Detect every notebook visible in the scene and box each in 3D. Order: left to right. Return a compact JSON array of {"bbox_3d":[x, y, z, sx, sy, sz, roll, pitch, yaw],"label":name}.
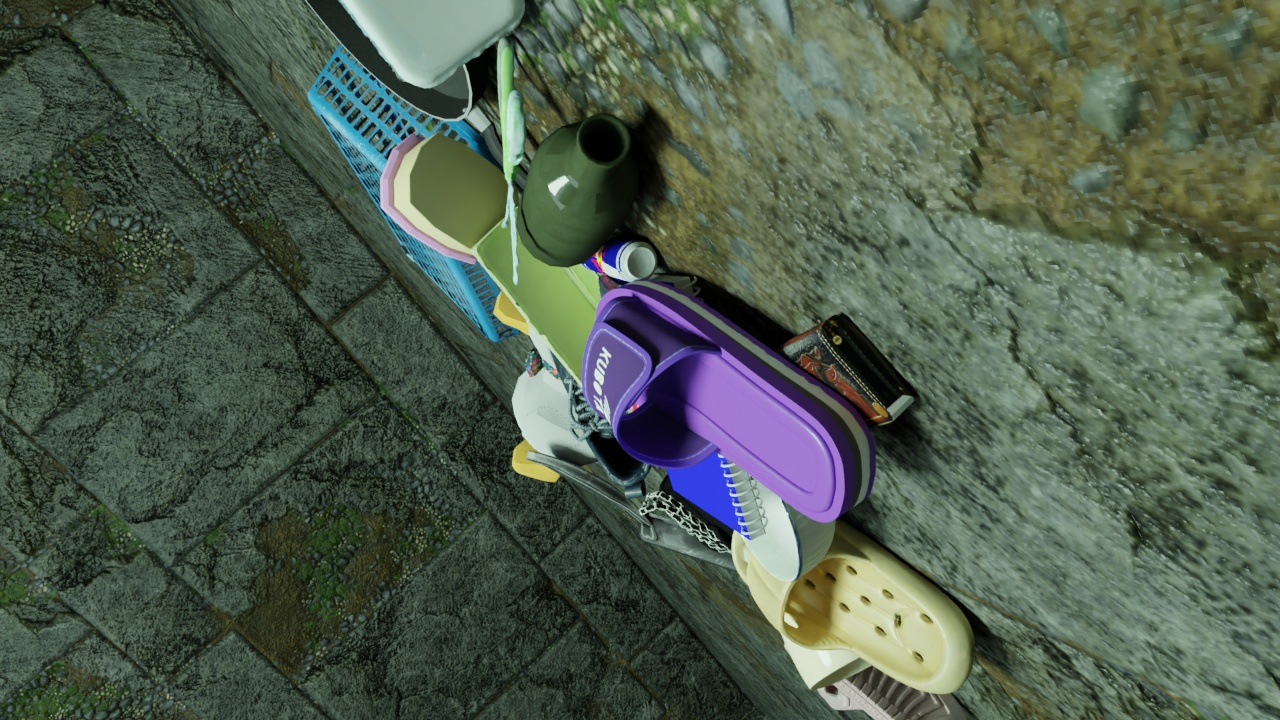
[{"bbox_3d":[0.035,0.030,0.755,0.172,0.022,0.209,19,128,69],"label":"notebook"}]

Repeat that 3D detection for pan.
[{"bbox_3d":[-0.161,-0.236,0.718,0.356,0.034,0.226,47,162,-17],"label":"pan"},{"bbox_3d":[0.012,0.189,1.100,0.356,0.055,0.188,24,167,-28],"label":"pan"}]

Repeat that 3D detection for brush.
[{"bbox_3d":[-0.138,-0.126,0.865,0.043,0.089,0.228,1,158,44],"label":"brush"}]

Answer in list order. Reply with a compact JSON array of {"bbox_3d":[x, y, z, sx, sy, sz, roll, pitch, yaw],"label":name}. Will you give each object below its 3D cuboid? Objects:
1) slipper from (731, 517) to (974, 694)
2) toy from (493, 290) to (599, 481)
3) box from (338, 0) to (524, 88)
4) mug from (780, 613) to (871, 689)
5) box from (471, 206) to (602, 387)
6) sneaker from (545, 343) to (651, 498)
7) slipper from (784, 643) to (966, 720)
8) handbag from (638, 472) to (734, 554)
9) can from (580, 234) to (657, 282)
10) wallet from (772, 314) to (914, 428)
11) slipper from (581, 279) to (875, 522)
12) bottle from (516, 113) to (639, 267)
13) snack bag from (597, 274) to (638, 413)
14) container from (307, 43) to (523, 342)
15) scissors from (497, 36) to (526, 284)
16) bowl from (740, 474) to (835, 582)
[{"bbox_3d":[0.156,0.194,0.781,0.262,0.079,0.111,25,111,48],"label":"slipper"},{"bbox_3d":[-0.075,0.039,1.077,0.247,0.140,0.268,31,141,4],"label":"toy"},{"bbox_3d":[-0.156,-0.261,0.519,0.083,0.122,0.215,-2,137,45],"label":"box"},{"bbox_3d":[0.190,0.249,0.891,0.120,0.096,0.099,9,-135,-47],"label":"mug"},{"bbox_3d":[-0.053,-0.061,0.840,0.084,0.091,0.188,-2,133,53],"label":"box"},{"bbox_3d":[-0.042,0.038,0.947,0.236,0.089,0.087,64,-154,-29],"label":"sneaker"},{"bbox_3d":[0.222,0.318,0.951,0.239,0.094,0.065,41,138,18],"label":"slipper"},{"bbox_3d":[0.075,0.165,0.970,0.125,0.114,0.154,46,164,2],"label":"handbag"},{"bbox_3d":[-0.020,-0.083,0.732,0.032,0.032,0.095,54,166,-25],"label":"can"},{"bbox_3d":[0.119,0.013,0.575,0.072,0.019,0.123,48,168,2],"label":"wallet"},{"bbox_3d":[0.026,0.029,0.619,0.267,0.083,0.107,33,138,44],"label":"slipper"},{"bbox_3d":[-0.042,-0.116,0.620,0.071,0.071,0.207,49,168,-4],"label":"bottle"},{"bbox_3d":[-0.005,0.005,0.788,0.074,0.018,0.155,51,158,48],"label":"snack bag"},{"bbox_3d":[-0.234,-0.175,1.056,0.257,0.089,0.363,43,166,24],"label":"container"},{"bbox_3d":[-0.091,-0.135,0.635,0.160,0.024,0.171,-142,47,-67],"label":"scissors"},{"bbox_3d":[0.120,0.112,0.741,0.118,0.062,0.118,55,158,35],"label":"bowl"}]
